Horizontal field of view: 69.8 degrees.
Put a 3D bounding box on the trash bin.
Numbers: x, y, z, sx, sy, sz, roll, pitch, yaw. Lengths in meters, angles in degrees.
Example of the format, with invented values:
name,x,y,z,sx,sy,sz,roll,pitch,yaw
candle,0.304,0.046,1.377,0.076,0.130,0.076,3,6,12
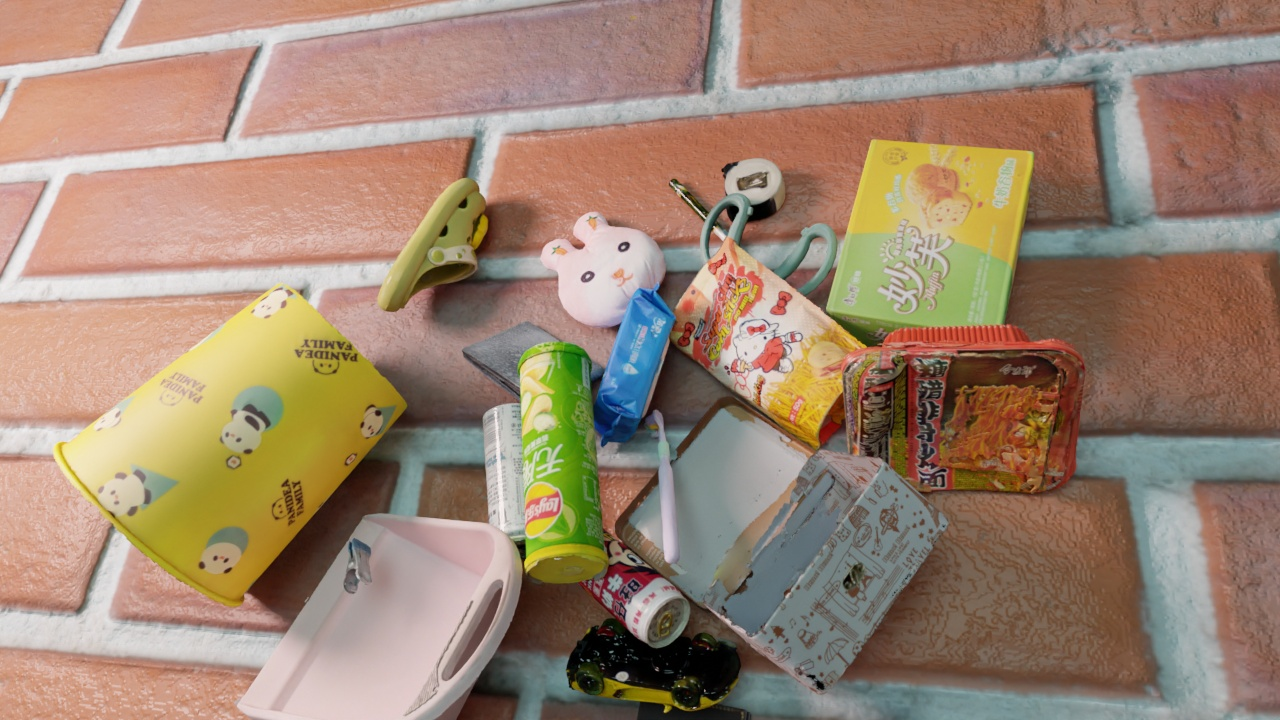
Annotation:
name,x,y,z,sx,sy,sz,roll,pitch,yaw
trash bin,-0.393,0.074,0.925,0.230,0.230,0.254,34,71,29

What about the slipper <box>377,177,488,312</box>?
name,x,y,z,sx,sy,sz,roll,pitch,yaw
slipper,-0.228,-0.121,1.057,0.081,0.092,0.190,35,62,-12

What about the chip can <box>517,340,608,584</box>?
name,x,y,z,sx,sy,sz,roll,pitch,yaw
chip can,-0.073,0.086,0.829,0.073,0.072,0.220,-13,57,10

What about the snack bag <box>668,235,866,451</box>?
name,x,y,z,sx,sy,sz,roll,pitch,yaw
snack bag,0.121,-0.016,0.887,0.208,0.073,0.129,41,112,28

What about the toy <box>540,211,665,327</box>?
name,x,y,z,sx,sy,sz,roll,pitch,yaw
toy,-0.046,-0.103,1.001,0.121,0.054,0.159,-42,52,-7

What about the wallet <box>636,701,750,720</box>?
name,x,y,z,sx,sy,sz,roll,pitch,yaw
wallet,0.036,0.345,0.761,0.096,0.020,0.122,5,65,15

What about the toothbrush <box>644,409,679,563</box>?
name,x,y,z,sx,sy,sz,roll,pitch,yaw
toothbrush,0.020,0.112,0.837,0.021,0.029,0.188,2,35,-6

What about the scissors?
name,x,y,z,sx,sy,sz,roll,pitch,yaw
scissors,0.108,-0.104,0.949,0.173,0.019,0.179,-41,65,13

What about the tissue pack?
name,x,y,z,sx,sy,sz,roll,pitch,yaw
tissue pack,-0.005,0.005,0.906,0.052,0.095,0.156,19,69,-1

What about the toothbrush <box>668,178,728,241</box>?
name,x,y,z,sx,sy,sz,roll,pitch,yaw
toothbrush,0.085,-0.142,0.998,0.012,0.017,0.186,-45,59,10

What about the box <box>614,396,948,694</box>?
name,x,y,z,sx,sy,sz,roll,pitch,yaw
box,0.113,0.148,0.797,0.178,0.124,0.274,-50,34,-11

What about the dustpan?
name,x,y,z,sx,sy,sz,roll,pitch,yaw
dustpan,-0.224,0.224,0.813,0.274,0.139,0.221,12,53,18

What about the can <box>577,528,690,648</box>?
name,x,y,z,sx,sy,sz,roll,pitch,yaw
can,-0.017,0.196,0.813,0.053,0.053,0.133,-49,44,-11

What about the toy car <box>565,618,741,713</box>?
name,x,y,z,sx,sy,sz,roll,pitch,yaw
toy car,0.010,0.264,0.786,0.156,0.041,0.071,0,27,20

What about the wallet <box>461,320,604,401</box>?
name,x,y,z,sx,sy,sz,roll,pitch,yaw
wallet,-0.112,0.003,0.957,0.121,0.019,0.097,33,40,29

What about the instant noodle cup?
name,x,y,z,sx,sy,sz,roll,pitch,yaw
instant noodle cup,0.271,0.037,0.780,0.189,0.165,0.078,0,40,17

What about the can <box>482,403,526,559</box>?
name,x,y,z,sx,sy,sz,roll,pitch,yaw
can,-0.123,0.117,0.904,0.058,0.058,0.146,-15,61,9

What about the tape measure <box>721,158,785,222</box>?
name,x,y,z,sx,sy,sz,roll,pitch,yaw
tape measure,0.124,-0.187,1.000,0.066,0.033,0.065,-10,63,12

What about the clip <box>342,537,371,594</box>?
name,x,y,z,sx,sy,sz,roll,pitch,yaw
clip,-0.266,0.193,0.868,0.030,0.025,0.057,-34,35,15

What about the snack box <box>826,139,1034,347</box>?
name,x,y,z,sx,sy,sz,roll,pitch,yaw
snack box,0.282,-0.108,0.889,0.158,0.070,0.209,10,67,21
